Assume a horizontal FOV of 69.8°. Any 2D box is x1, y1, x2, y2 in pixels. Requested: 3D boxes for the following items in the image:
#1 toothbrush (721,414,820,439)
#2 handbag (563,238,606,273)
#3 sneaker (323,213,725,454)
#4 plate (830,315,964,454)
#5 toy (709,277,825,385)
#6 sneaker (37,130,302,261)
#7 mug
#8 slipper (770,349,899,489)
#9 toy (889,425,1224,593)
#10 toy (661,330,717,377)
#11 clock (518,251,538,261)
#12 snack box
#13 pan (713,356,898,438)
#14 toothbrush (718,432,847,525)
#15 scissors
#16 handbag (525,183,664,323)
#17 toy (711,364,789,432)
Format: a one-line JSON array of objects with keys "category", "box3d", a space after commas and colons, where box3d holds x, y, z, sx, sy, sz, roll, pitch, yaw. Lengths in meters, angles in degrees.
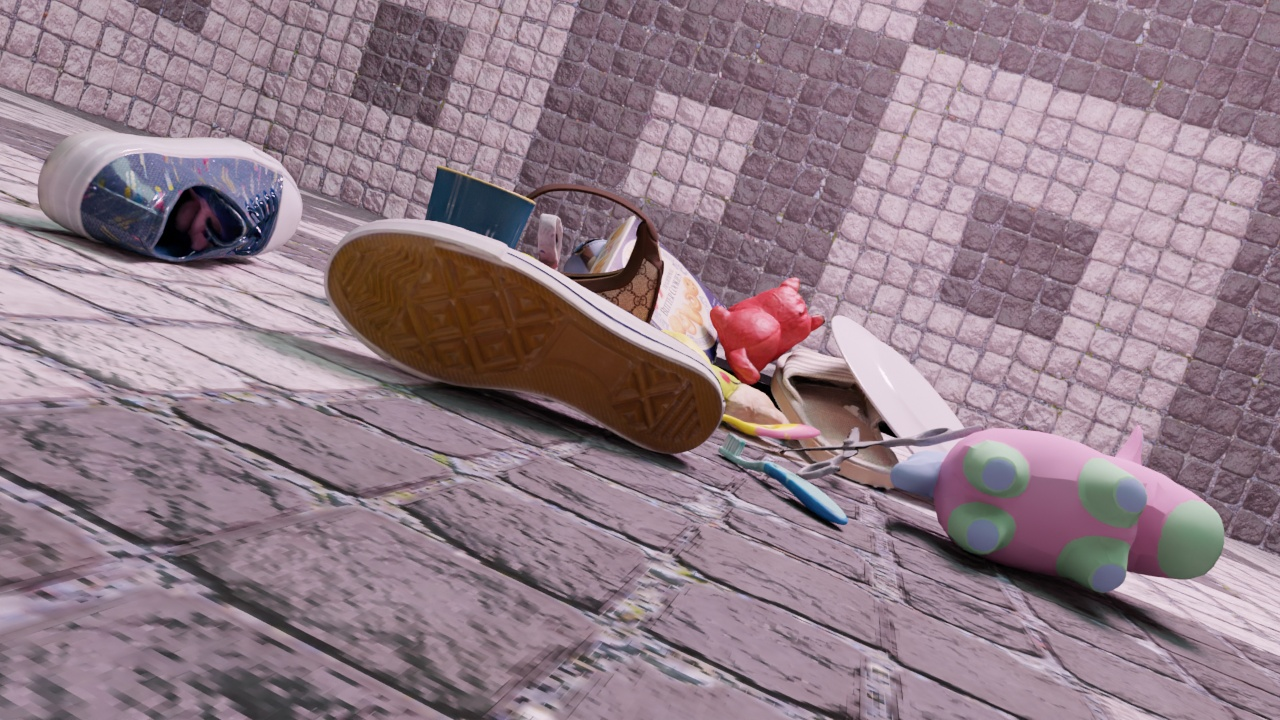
[{"category": "toothbrush", "box3d": [0.094, 0.054, 0.732, 0.135, 0.016, 0.021, 10, 4, -34]}, {"category": "handbag", "box3d": [-0.031, -0.062, 1.031, 0.121, 0.119, 0.191, 56, 11, 7]}, {"category": "sneaker", "box3d": [-0.060, -0.023, 0.541, 0.241, 0.118, 0.087, 24, 24, -18]}, {"category": "plate", "box3d": [0.265, 0.047, 0.858, 0.242, 0.016, 0.242, 39, 24, -21]}, {"category": "toy", "box3d": [0.122, -0.029, 0.901, 0.088, 0.094, 0.132, 58, 28, -14]}, {"category": "sneaker", "box3d": [-0.290, -0.105, 0.632, 0.079, 0.087, 0.235, 26, 8, 6]}, {"category": "mug", "box3d": [-0.137, -0.078, 0.702, 0.078, 0.121, 0.078, 21, 5, -2]}, {"category": "slipper", "box3d": [0.186, 0.041, 0.869, 0.114, 0.054, 0.272, 13, 20, -1]}, {"category": "toy", "box3d": [0.276, 0.095, 0.622, 0.222, 0.120, 0.171, 13, 5, 9]}, {"category": "toy", "box3d": [-0.004, 0.004, 0.711, 0.137, 0.067, 0.105, 17, 30, -17]}, {"category": "clock", "box3d": [-0.091, -0.031, 0.616, 0.057, 0.083, 0.119, 33, 10, 39]}, {"category": "snack box", "box3d": [0.016, -0.055, 0.910, 0.145, 0.043, 0.144, 43, 31, -15]}, {"category": "pan", "box3d": [0.179, 0.055, 1.008, 0.356, 0.044, 0.203, 23, 5, 26]}, {"category": "toothbrush", "box3d": [0.087, 0.072, 0.575, 0.022, 0.017, 0.135, 21, 3, -29]}, {"category": "scissors", "box3d": [0.170, 0.063, 0.684, 0.175, 0.014, 0.141, -14, 4, 38]}, {"category": "handbag", "box3d": [-0.065, -0.079, 0.767, 0.166, 0.138, 0.063, 4, 22, 4]}, {"category": "toy", "box3d": [0.078, 0.035, 0.802, 0.118, 0.043, 0.092, 27, -3, 25]}]
